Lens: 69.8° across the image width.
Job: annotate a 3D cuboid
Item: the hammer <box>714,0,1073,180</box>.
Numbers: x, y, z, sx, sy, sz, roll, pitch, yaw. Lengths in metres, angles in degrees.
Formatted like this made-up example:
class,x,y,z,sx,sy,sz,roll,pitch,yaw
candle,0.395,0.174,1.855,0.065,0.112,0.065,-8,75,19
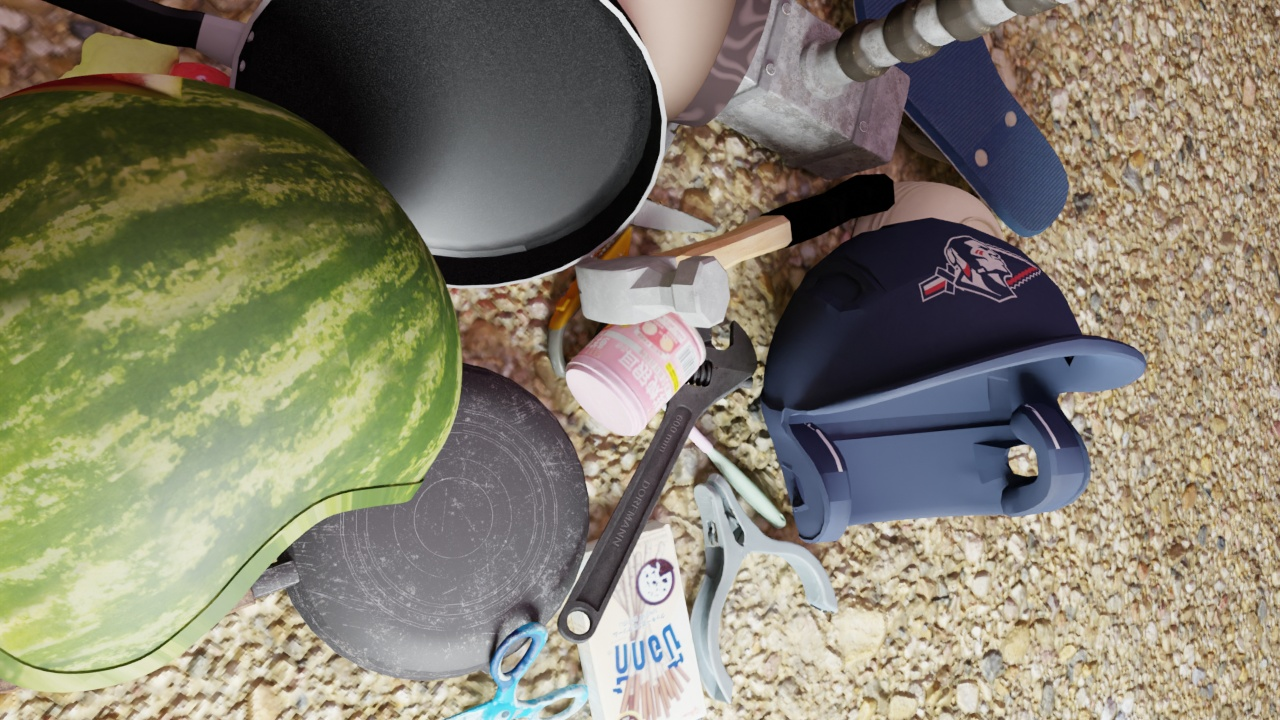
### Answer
class,x,y,z,sx,sy,sz,roll,pitch,yaw
hammer,0.171,-0.210,0.592,0.176,0.327,0.079,21,79,-28

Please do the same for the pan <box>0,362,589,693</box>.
class,x,y,z,sx,sy,sz,roll,pitch,yaw
pan,-0.187,0.118,0.542,0.356,0.040,0.207,-18,90,-27

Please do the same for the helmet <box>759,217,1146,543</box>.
class,x,y,z,sx,sy,sz,roll,pitch,yaw
helmet,0.206,0.007,0.645,0.232,0.273,0.223,-3,84,-18

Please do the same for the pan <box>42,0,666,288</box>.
class,x,y,z,sx,sy,sz,roll,pitch,yaw
pan,-0.156,-0.145,0.470,0.356,0.226,0.034,17,46,-26

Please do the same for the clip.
class,x,y,z,sx,sy,sz,roll,pitch,yaw
clip,0.084,0.187,0.705,0.164,0.032,0.165,28,69,-28

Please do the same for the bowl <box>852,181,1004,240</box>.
class,x,y,z,sx,sy,sz,roll,pitch,yaw
bowl,0.262,-0.085,0.788,0.150,0.075,0.150,0,90,-30

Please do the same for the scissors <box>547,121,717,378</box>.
class,x,y,z,sx,sy,sz,roll,pitch,yaw
scissors,-0.031,-0.105,0.637,0.229,0.016,0.225,36,75,-38

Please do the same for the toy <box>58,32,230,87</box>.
class,x,y,z,sx,sy,sz,roll,pitch,yaw
toy,-0.252,-0.120,0.511,0.135,0.045,0.091,40,72,-30

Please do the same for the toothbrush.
class,x,y,z,sx,sy,sz,roll,pitch,yaw
toothbrush,0.065,0.079,0.708,0.155,0.015,0.022,47,36,-20

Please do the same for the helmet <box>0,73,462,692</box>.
class,x,y,z,sx,sy,sz,roll,pitch,yaw
helmet,-0.214,-0.008,0.428,0.246,0.213,0.243,-28,117,-20

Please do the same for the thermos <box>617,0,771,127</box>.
class,x,y,z,sx,sy,sz,roll,pitch,yaw
thermos,-0.050,-0.232,0.543,0.226,0.173,0.172,11,83,-21

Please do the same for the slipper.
class,x,y,z,sx,sy,sz,roll,pitch,yaw
slipper,0.269,-0.228,0.804,0.118,0.060,0.295,-47,106,-19

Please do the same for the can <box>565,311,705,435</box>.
class,x,y,z,sx,sy,sz,roll,pitch,yaw
can,-0.004,0.004,0.625,0.076,0.067,0.067,-46,110,-24

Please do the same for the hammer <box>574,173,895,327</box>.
class,x,y,z,sx,sy,sz,roll,pitch,yaw
hammer,0.087,-0.089,0.659,0.327,0.131,0.039,-26,113,-43

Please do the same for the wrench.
class,x,y,z,sx,sy,sz,roll,pitch,yaw
wrench,0.013,0.071,0.637,0.073,0.018,0.272,28,59,1

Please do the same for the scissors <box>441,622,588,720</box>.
class,x,y,z,sx,sy,sz,roll,pitch,yaw
scissors,-0.082,0.218,0.594,0.133,0.011,0.140,-2,123,-38

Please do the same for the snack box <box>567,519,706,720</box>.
class,x,y,z,sx,sy,sz,roll,pitch,yaw
snack box,-0.004,0.198,0.660,0.081,0.026,0.150,-13,96,-29
